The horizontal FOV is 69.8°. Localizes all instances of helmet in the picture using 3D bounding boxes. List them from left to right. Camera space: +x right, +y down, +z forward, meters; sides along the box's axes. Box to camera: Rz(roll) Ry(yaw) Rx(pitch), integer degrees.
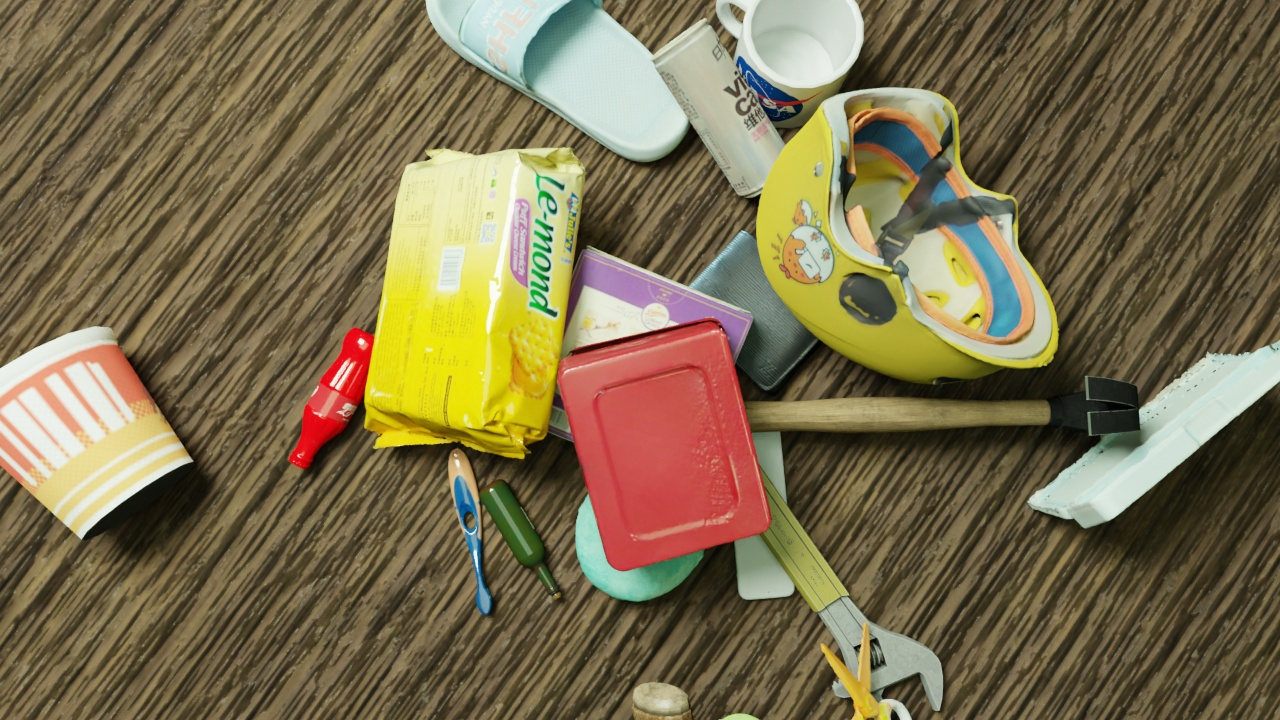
[{"bbox_3d":[0.182,-0.074,0.687,0.208,0.140,0.240,-28,85,-43],"label":"helmet"}]

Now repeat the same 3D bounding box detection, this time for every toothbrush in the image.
[{"bbox_3d":[-0.136,0.138,0.742,0.021,0.017,0.135,-12,82,-5],"label":"toothbrush"}]

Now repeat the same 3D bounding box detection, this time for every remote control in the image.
[{"bbox_3d":[0.096,0.119,0.745,0.045,0.008,0.146,-5,85,-1],"label":"remote control"}]

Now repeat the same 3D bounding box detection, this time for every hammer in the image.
[{"bbox_3d":[0.032,0.364,0.634,0.122,0.048,0.319,1,109,29],"label":"hammer"},{"bbox_3d":[0.214,0.041,0.704,0.305,0.132,0.040,-1,83,6],"label":"hammer"}]

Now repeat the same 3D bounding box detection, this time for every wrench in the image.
[{"bbox_3d":[0.143,0.173,0.728,0.083,0.018,0.273,-34,89,-8],"label":"wrench"}]

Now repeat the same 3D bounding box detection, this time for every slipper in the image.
[{"bbox_3d":[-0.062,-0.257,0.747,0.245,0.074,0.104,37,85,1],"label":"slipper"}]

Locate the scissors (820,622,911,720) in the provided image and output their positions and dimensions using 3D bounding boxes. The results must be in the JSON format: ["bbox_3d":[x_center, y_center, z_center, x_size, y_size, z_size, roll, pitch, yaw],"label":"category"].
[{"bbox_3d":[0.172,0.260,0.688,0.128,0.011,0.125,31,55,-32],"label":"scissors"}]

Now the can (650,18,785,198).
[{"bbox_3d":[0.067,-0.198,0.730,0.054,0.054,0.135,-37,108,-3],"label":"can"}]

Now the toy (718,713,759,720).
[{"bbox_3d":[0.098,0.351,0.680,0.150,0.107,0.197,-36,95,16],"label":"toy"}]

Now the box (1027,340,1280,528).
[{"bbox_3d":[0.393,0.054,0.687,0.197,0.134,0.041,-37,78,-3],"label":"box"}]

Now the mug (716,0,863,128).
[{"bbox_3d":[0.111,-0.255,0.738,0.121,0.090,0.091,39,86,3],"label":"mug"}]

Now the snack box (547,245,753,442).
[{"bbox_3d":[-0.004,0.004,0.725,0.143,0.040,0.148,22,97,2],"label":"snack box"}]

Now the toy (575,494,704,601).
[{"bbox_3d":[-0.006,0.148,0.733,0.105,0.033,0.085,32,74,4],"label":"toy"}]

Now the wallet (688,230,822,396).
[{"bbox_3d":[0.096,-0.038,0.751,0.115,0.026,0.089,42,88,4],"label":"wallet"}]

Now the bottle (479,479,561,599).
[{"bbox_3d":[-0.094,0.144,0.735,0.025,0.025,0.106,-32,85,-3],"label":"bottle"}]

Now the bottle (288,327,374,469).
[{"bbox_3d":[-0.246,0.032,0.739,0.036,0.036,0.119,29,86,2],"label":"bottle"}]

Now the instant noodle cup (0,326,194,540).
[{"bbox_3d":[-0.422,0.060,0.701,0.123,0.123,0.121,-39,93,-3],"label":"instant noodle cup"}]

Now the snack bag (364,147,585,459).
[{"bbox_3d":[-0.132,-0.048,0.697,0.160,0.068,0.247,4,84,34],"label":"snack bag"}]

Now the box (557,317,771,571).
[{"bbox_3d":[0.017,0.057,0.665,0.129,0.092,0.157,-15,96,0],"label":"box"}]
